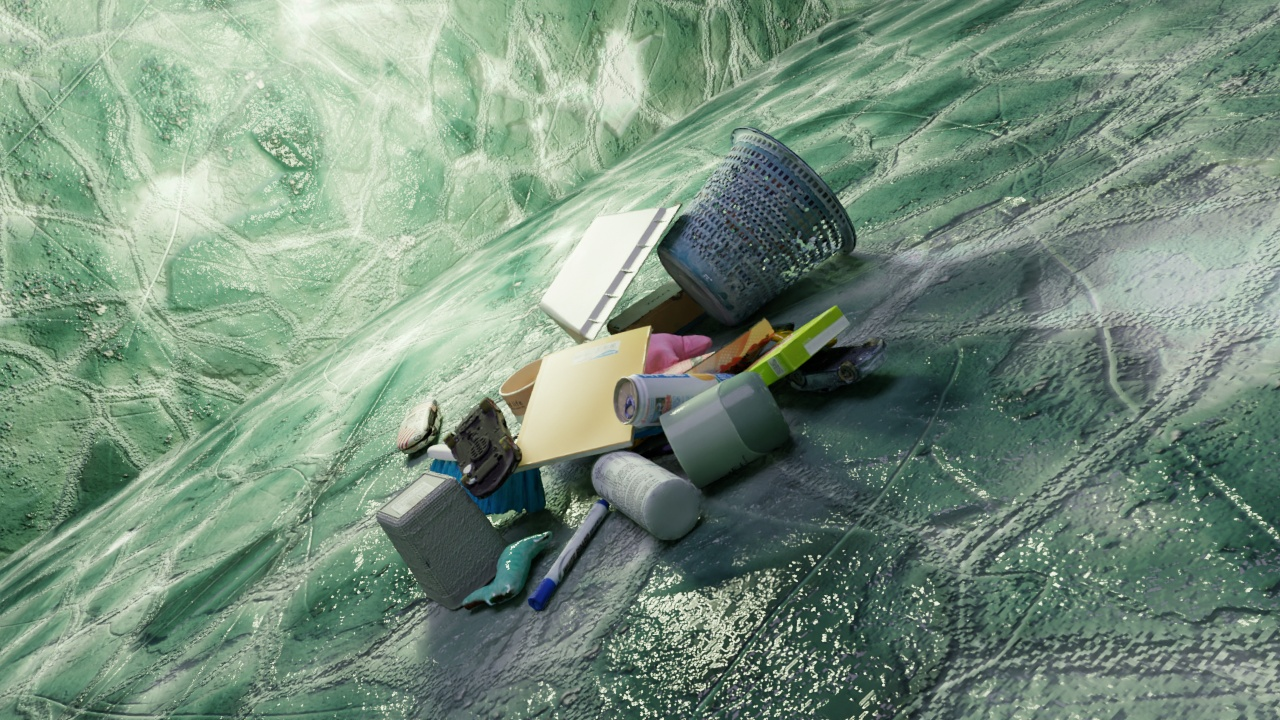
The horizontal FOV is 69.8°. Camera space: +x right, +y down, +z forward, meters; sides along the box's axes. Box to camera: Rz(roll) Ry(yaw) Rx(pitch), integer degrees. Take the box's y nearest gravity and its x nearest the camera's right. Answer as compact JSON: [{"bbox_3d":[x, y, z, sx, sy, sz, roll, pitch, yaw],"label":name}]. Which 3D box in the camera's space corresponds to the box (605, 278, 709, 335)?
[{"bbox_3d":[0.032,-0.065,1.331,0.184,0.060,0.090,-36,19,-9],"label":"box"}]

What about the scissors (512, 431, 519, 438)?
[{"bbox_3d":[-0.233,0.144,1.266,0.178,0.014,0.159,-28,19,4],"label":"scissors"}]

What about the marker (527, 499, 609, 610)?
[{"bbox_3d":[-0.068,0.189,0.908,0.017,0.017,0.145,-15,24,37],"label":"marker"}]

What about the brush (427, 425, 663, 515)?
[{"bbox_3d":[-0.115,0.119,1.029,0.315,0.109,0.060,0,6,26],"label":"brush"}]

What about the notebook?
[{"bbox_3d":[-0.063,0.039,1.028,0.146,0.010,0.205,-15,34,18],"label":"notebook"}]

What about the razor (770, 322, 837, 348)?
[{"bbox_3d":[0.187,-0.024,1.047,0.043,0.028,0.133,-3,8,-20],"label":"razor"}]

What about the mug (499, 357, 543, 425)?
[{"bbox_3d":[-0.120,0.057,1.174,0.081,0.106,0.114,-32,19,-5],"label":"mug"}]

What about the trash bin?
[{"bbox_3d":[0.137,-0.161,1.222,0.195,0.226,0.226,-45,20,-3],"label":"trash bin"}]

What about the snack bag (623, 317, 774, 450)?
[{"bbox_3d":[0.057,0.023,1.047,0.208,0.073,0.128,-30,-12,1],"label":"snack bag"}]

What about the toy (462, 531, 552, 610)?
[{"bbox_3d":[-0.135,0.215,0.924,0.097,0.030,0.091,-30,16,18],"label":"toy"}]

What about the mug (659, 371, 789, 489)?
[{"bbox_3d":[0.086,0.067,0.907,0.106,0.082,0.111,-29,-12,4],"label":"mug"}]

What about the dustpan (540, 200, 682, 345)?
[{"bbox_3d":[-0.023,-0.099,1.288,0.222,0.142,0.258,-58,32,-8],"label":"dustpan"}]

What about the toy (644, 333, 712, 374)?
[{"bbox_3d":[-0.007,0.007,1.166,0.178,0.074,0.195,-21,6,-35],"label":"toy"}]

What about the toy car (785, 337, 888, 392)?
[{"bbox_3d":[0.199,0.008,0.927,0.054,0.037,0.121,-38,12,-30],"label":"toy car"}]

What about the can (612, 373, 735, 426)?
[{"bbox_3d":[0.041,0.040,0.955,0.134,0.053,0.053,0,3,-30],"label":"can"}]

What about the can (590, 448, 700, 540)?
[{"bbox_3d":[0.002,0.127,0.897,0.058,0.058,0.147,-36,20,-16],"label":"can"}]

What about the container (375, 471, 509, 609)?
[{"bbox_3d":[-0.211,0.186,0.975,0.090,0.114,0.090,-41,21,-28],"label":"container"}]

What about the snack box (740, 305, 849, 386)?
[{"bbox_3d":[0.151,-0.003,0.968,0.085,0.026,0.157,-37,-2,-21],"label":"snack box"}]

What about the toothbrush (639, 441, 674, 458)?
[{"bbox_3d":[0.041,0.092,0.998,0.189,0.014,0.016,-21,-3,23],"label":"toothbrush"}]

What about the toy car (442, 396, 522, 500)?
[{"bbox_3d":[-0.167,0.096,0.988,0.070,0.042,0.158,-44,32,4],"label":"toy car"}]

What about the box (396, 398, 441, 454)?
[{"bbox_3d":[-0.359,0.110,1.503,0.070,0.055,0.164,-15,21,0],"label":"box"}]
